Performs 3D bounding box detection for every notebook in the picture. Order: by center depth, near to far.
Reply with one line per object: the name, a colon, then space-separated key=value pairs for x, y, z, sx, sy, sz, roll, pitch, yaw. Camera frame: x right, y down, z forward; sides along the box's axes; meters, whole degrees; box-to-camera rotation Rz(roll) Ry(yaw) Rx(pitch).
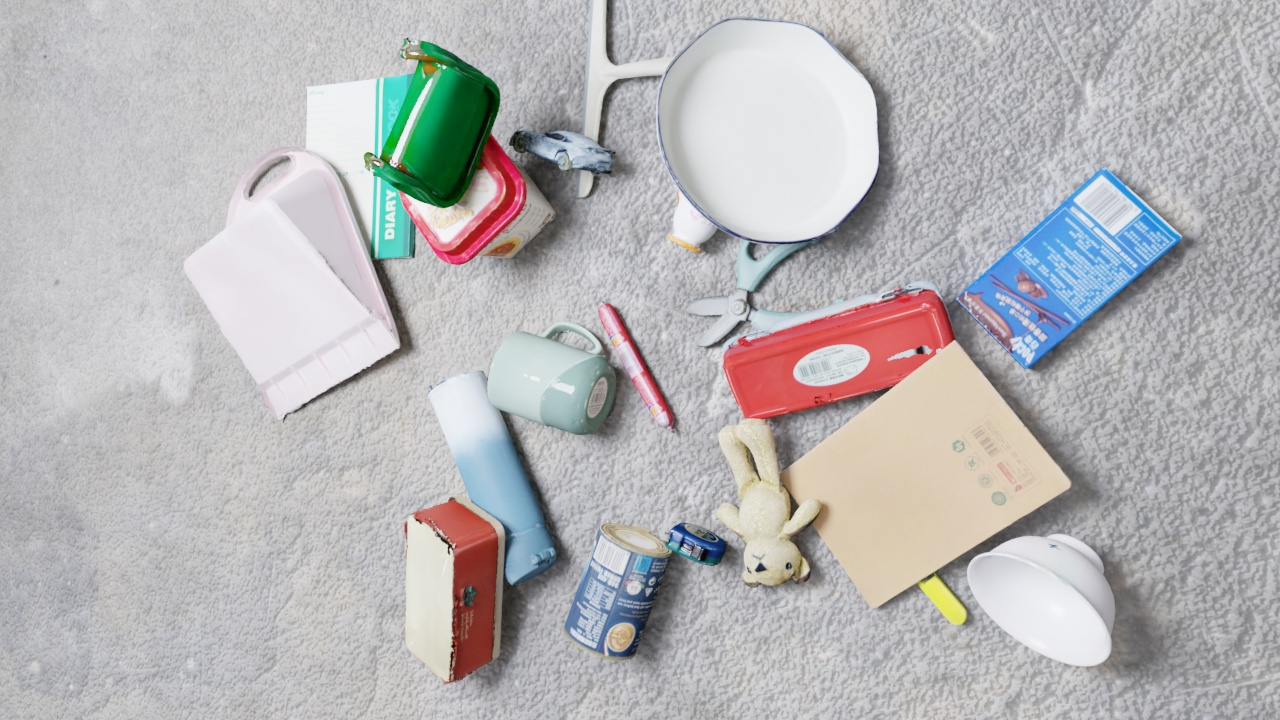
notebook: x=0.236 y=0.103 z=0.794 sx=0.208 sy=0.008 sz=0.147 roll=-44 pitch=72 yaw=29
notebook: x=-0.322 y=-0.218 z=1.053 sx=0.150 sy=0.012 sz=0.209 roll=0 pitch=88 yaw=21

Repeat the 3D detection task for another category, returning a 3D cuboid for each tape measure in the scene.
tape measure: x=0.052 y=0.174 z=0.866 sx=0.054 sy=0.058 sz=0.025 roll=25 pitch=97 yaw=17

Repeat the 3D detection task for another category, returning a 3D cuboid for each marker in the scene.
marker: x=0.242 y=0.180 z=0.813 sx=0.018 sy=0.015 sz=0.124 roll=-47 pitch=70 yaw=22

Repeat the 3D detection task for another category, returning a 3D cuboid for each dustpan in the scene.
dustpan: x=-0.392 y=-0.104 z=1.066 sx=0.223 sy=0.138 sz=0.273 roll=-23 pitch=108 yaw=26

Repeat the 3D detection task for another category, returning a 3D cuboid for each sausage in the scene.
sausage: x=-0.005 y=0.005 z=0.914 sx=0.020 sy=0.020 sz=0.156 roll=-32 pitch=77 yaw=18

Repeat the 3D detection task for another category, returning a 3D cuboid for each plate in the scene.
plate: x=0.110 y=-0.200 z=0.814 sx=0.204 sy=0.046 sz=0.204 roll=1 pitch=85 yaw=-12

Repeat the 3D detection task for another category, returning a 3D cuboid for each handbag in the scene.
handbag: x=-0.187 y=-0.209 z=0.807 sx=0.068 sy=0.120 sz=0.131 roll=26 pitch=95 yaw=15

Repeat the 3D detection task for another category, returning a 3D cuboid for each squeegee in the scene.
squeegee: x=0.049 y=-0.282 z=0.890 sx=0.247 sy=0.039 sz=0.246 roll=5 pitch=90 yaw=22

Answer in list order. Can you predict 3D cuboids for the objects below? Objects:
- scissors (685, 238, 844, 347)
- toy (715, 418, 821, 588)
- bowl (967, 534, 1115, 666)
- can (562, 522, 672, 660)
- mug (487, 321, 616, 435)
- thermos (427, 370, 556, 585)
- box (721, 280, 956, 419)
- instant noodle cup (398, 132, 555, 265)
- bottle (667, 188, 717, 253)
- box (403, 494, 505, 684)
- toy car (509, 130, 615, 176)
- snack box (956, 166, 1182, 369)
scissors: x=0.123 y=-0.077 z=0.866 sx=0.174 sy=0.019 sz=0.177 roll=3 pitch=91 yaw=23
toy: x=0.109 y=0.130 z=0.838 sx=0.105 sy=0.066 sz=0.157 roll=-13 pitch=91 yaw=27
bowl: x=0.334 y=0.180 z=0.741 sx=0.118 sy=0.118 sz=0.064 roll=40 pitch=63 yaw=18
can: x=-0.021 y=0.220 z=0.884 sx=0.075 sy=0.075 sz=0.111 roll=22 pitch=96 yaw=21
mug: x=-0.079 y=0.013 z=0.917 sx=0.106 sy=0.082 sz=0.111 roll=16 pitch=63 yaw=22
thermos: x=-0.152 y=0.120 z=0.946 sx=0.070 sy=0.070 sz=0.220 roll=-27 pitch=79 yaw=19
box: x=0.174 y=-0.009 z=0.818 sx=0.201 sy=0.048 sz=0.087 roll=-17 pitch=112 yaw=20
instant noodle cup: x=-0.157 y=-0.161 z=0.924 sx=0.116 sy=0.124 sz=0.116 roll=-40 pitch=75 yaw=15
bottle: x=0.064 y=-0.156 z=0.867 sx=0.063 sy=0.063 sz=0.108 roll=29 pitch=98 yaw=20
box: x=-0.195 y=0.230 z=0.916 sx=0.091 sy=0.079 sz=0.168 roll=24 pitch=118 yaw=38
toy car: x=-0.079 y=-0.212 z=0.918 sx=0.121 sy=0.054 sz=0.037 roll=24 pitch=108 yaw=37
snack box: x=0.354 y=-0.075 z=0.767 sx=0.157 sy=0.026 sz=0.084 roll=-44 pitch=73 yaw=15
